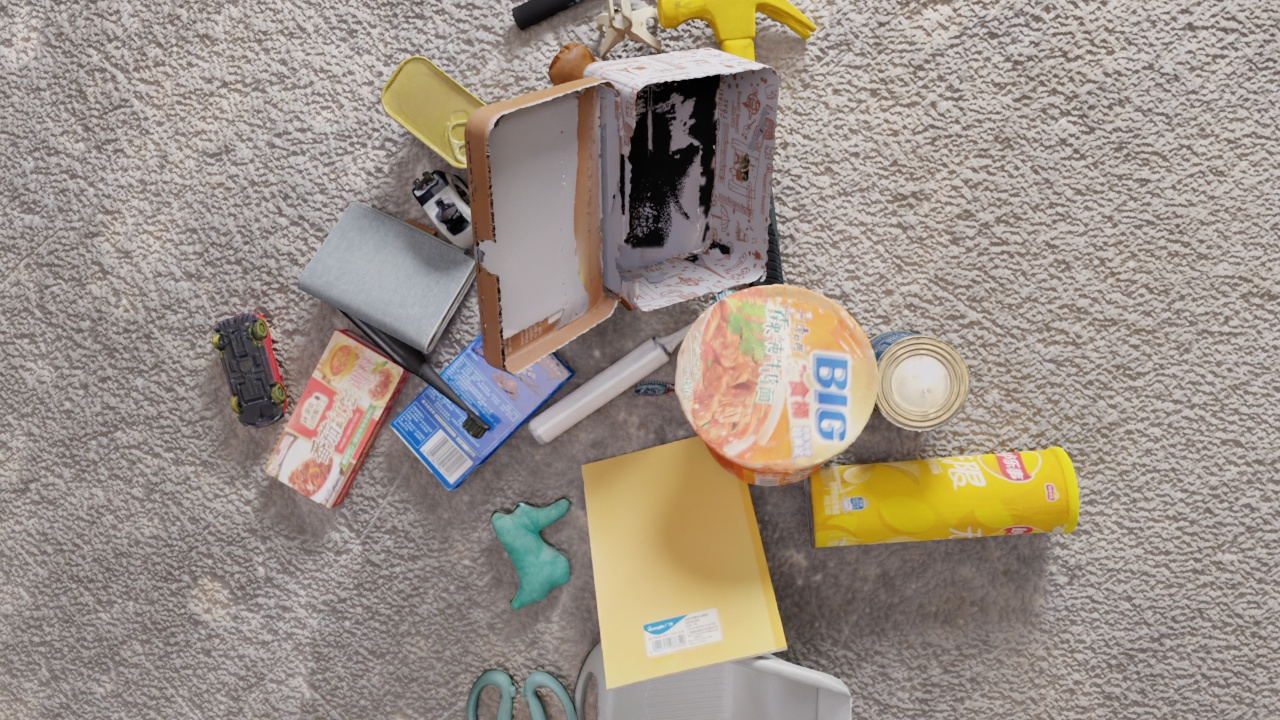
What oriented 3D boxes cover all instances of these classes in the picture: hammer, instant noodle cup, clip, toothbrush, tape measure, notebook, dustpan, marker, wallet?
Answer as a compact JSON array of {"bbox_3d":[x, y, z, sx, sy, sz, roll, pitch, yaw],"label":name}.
[{"bbox_3d":[0.096,-0.171,0.783,0.129,0.033,0.301,-8,95,-4],"label":"hammer"},{"bbox_3d":[0.106,0.030,0.736,0.151,0.111,0.151,-2,69,5],"label":"instant noodle cup"},{"bbox_3d":[-0.022,-0.278,0.773,0.096,0.101,0.035,-3,95,33],"label":"clip"},{"bbox_3d":[-0.005,0.005,0.815,0.221,0.027,0.026,-34,45,8],"label":"toothbrush"},{"bbox_3d":[-0.212,-0.006,0.820,0.212,0.026,0.027,42,96,12],"label":"toothbrush"},{"bbox_3d":[-0.163,-0.132,0.804,0.034,0.065,0.066,-37,87,11],"label":"tape measure"},{"bbox_3d":[0.028,0.157,0.764,0.146,0.010,0.206,-15,51,7],"label":"notebook"},{"bbox_3d":[0.042,0.333,0.751,0.142,0.258,0.222,-1,94,-17],"label":"dustpan"},{"bbox_3d":[-0.051,-0.327,0.803,0.132,0.020,0.022,-23,102,7],"label":"marker"},{"bbox_3d":[-0.221,-0.078,0.821,0.130,0.037,0.106,26,71,4],"label":"wallet"},{"bbox_3d":[0.087,0.021,0.811,0.188,0.017,0.016,-3,94,7],"label":"toothbrush"}]

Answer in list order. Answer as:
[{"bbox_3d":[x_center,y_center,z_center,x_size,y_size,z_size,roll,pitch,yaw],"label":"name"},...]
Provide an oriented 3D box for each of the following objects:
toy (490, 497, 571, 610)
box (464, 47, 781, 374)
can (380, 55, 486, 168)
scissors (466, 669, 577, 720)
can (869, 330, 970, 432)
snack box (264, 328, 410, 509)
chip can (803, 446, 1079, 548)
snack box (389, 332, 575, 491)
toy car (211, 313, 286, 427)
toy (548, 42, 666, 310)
[{"bbox_3d":[-0.096,0.169,0.835,0.096,0.030,0.092,-31,92,1],"label":"toy"},{"bbox_3d":[-0.018,-0.116,0.659,0.260,0.103,0.179,-19,125,-29],"label":"box"},{"bbox_3d":[-0.160,-0.206,0.791,0.102,0.083,0.057,38,97,3],"label":"can"},{"bbox_3d":[-0.088,0.366,0.846,0.129,0.019,0.185,-23,91,17],"label":"scissors"},{"bbox_3d":[0.218,0.014,0.748,0.075,0.111,0.075,0,94,6],"label":"can"},{"bbox_3d":[-0.280,0.054,0.850,0.075,0.025,0.153,30,96,3],"label":"snack box"},{"bbox_3d":[0.247,0.116,0.773,0.213,0.072,0.072,-5,93,8],"label":"chip can"},{"bbox_3d":[-0.144,0.035,0.832,0.157,0.026,0.084,-44,87,7],"label":"snack box"},{"bbox_3d":[-0.360,0.010,0.853,0.049,0.031,0.106,-15,91,8],"label":"toy car"},{"bbox_3d":[-0.035,-0.150,0.767,0.140,0.130,0.200,20,105,7],"label":"toy"}]
